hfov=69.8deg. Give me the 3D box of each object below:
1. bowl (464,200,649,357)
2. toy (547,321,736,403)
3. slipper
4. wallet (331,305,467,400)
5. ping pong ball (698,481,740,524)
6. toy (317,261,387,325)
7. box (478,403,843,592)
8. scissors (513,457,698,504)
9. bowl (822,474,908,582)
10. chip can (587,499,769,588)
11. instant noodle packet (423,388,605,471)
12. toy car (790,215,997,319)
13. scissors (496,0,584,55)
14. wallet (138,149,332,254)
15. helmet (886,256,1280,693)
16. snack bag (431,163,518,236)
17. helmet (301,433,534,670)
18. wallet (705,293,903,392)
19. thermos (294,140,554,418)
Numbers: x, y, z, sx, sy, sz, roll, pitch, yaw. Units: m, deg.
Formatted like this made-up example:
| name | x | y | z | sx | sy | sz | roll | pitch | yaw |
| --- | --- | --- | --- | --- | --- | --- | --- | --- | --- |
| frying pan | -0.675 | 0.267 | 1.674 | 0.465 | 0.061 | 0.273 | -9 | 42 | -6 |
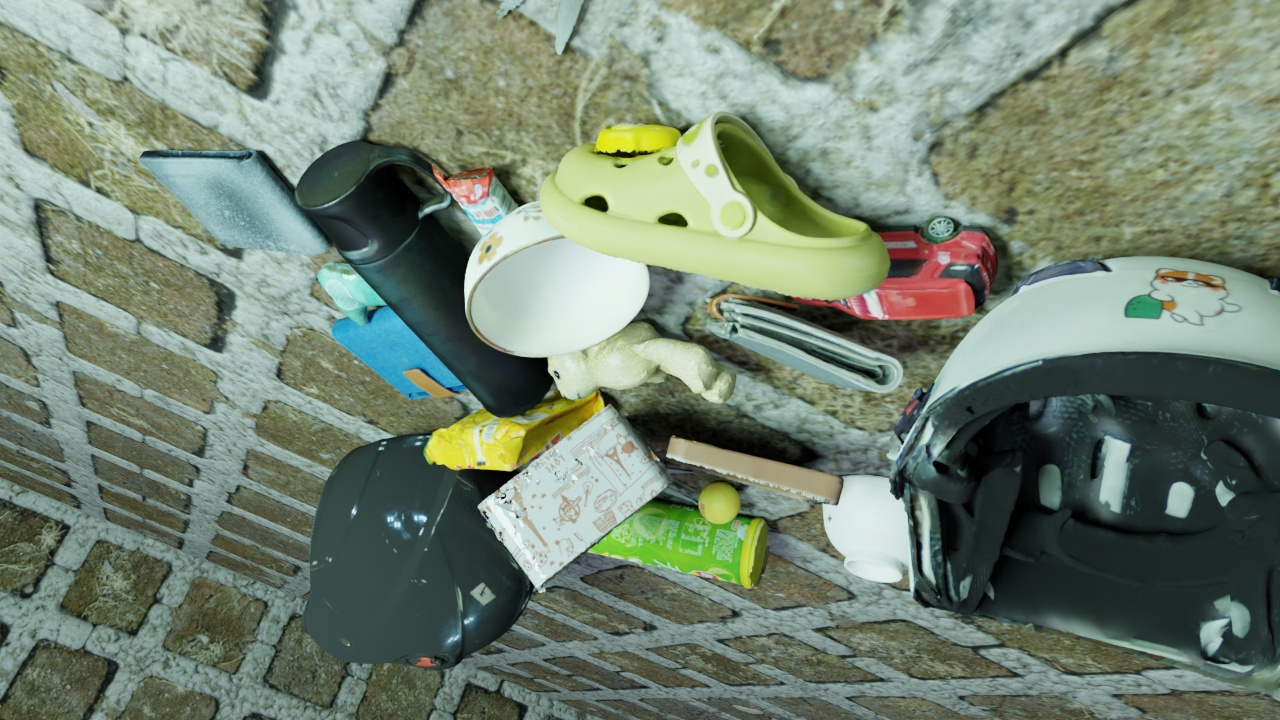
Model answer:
| name | x | y | z | sx | sy | sz | roll | pitch | yaw |
| --- | --- | --- | --- | --- | --- | --- | --- | --- | --- |
| bowl | -0.056 | -0.060 | 0.571 | 0.113 | 0.062 | 0.114 | -12 | 148 | -8 |
| toy | -0.004 | 0.004 | 0.667 | 0.157 | 0.066 | 0.105 | 7 | 168 | 37 |
| slipper | 0.041 | -0.088 | 0.478 | 0.191 | 0.091 | 0.082 | 19 | 114 | 21 |
| wallet | -0.196 | -0.008 | 0.799 | 0.133 | 0.040 | 0.106 | -9 | 137 | 43 |
| ping pong ball | 0.076 | 0.137 | 0.881 | 0.040 | 0.040 | 0.040 | 15 | 152 | 8 |
| toy | -0.214 | -0.065 | 0.718 | 0.092 | 0.030 | 0.096 | -3 | 138 | 27 |
| box | 0.015 | 0.097 | 0.743 | 0.272 | 0.130 | 0.179 | -11 | 173 | 1 |
| scissors | -0.057 | 0.102 | 0.922 | 0.225 | 0.021 | 0.221 | 37 | 148 | -29 |
| bowl | 0.210 | 0.156 | 0.806 | 0.118 | 0.064 | 0.118 | 14 | 152 | 8 |
| chip can | 0.020 | 0.182 | 0.963 | 0.221 | 0.072 | 0.073 | 7 | 150 | 21 |
| instant noodle packet | -0.103 | 0.058 | 0.776 | 0.111 | 0.128 | 0.044 | -6 | 101 | 37 |
| toy car | 0.134 | -0.049 | 0.513 | 0.121 | 0.045 | 0.053 | 4 | 147 | 30 |
| scissors | -0.020 | -0.194 | 0.386 | 0.163 | 0.014 | 0.166 | 7 | 152 | 27 |
| wallet | -0.302 | -0.120 | 0.686 | 0.121 | 0.019 | 0.097 | 6 | 148 | 25 |
| helmet | 0.256 | 0.042 | 0.480 | 0.230 | 0.156 | 0.274 | 8 | 139 | 22 |
| snack bag | -0.093 | -0.093 | 0.593 | 0.045 | 0.026 | 0.105 | -3 | 148 | 23 |
| helmet | -0.215 | 0.200 | 0.974 | 0.231 | 0.232 | 0.275 | -19 | 129 | 29 |
| wallet | 0.092 | -0.016 | 0.564 | 0.106 | 0.037 | 0.129 | 23 | -178 | -5 |
| thermos | -0.135 | -0.051 | 0.656 | 0.090 | 0.068 | 0.242 | -15 | 141 | 16 |
